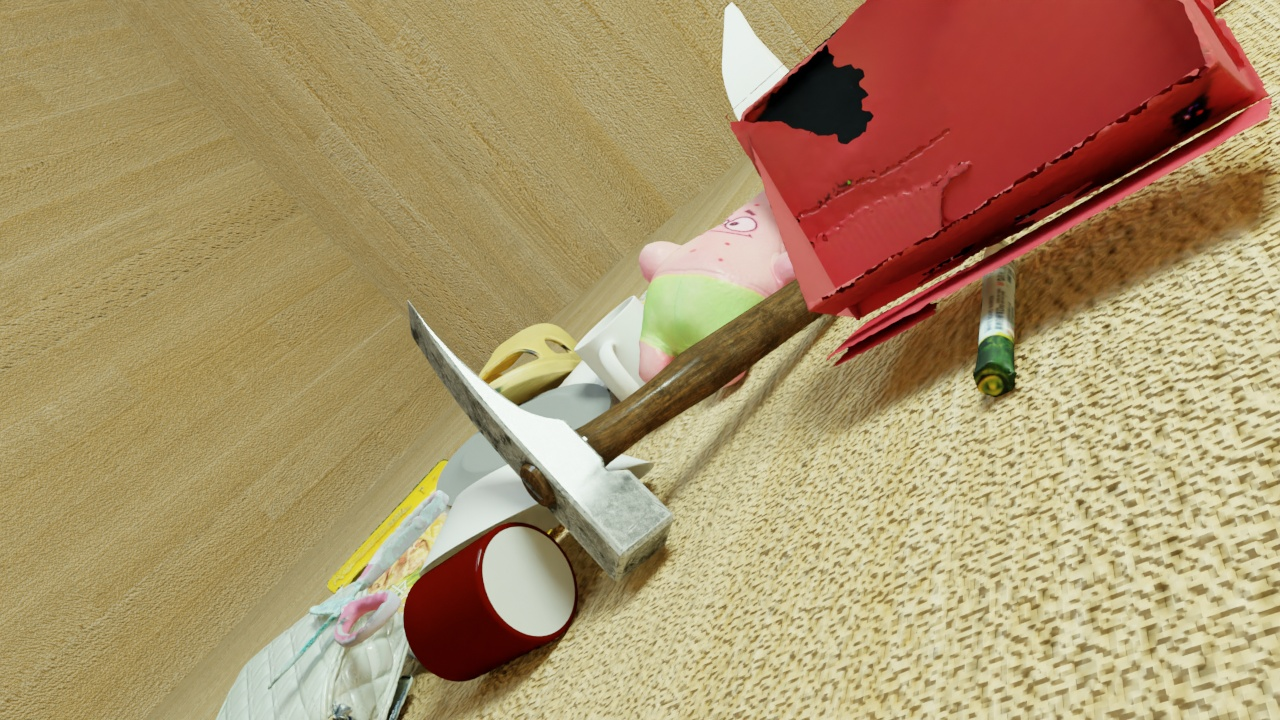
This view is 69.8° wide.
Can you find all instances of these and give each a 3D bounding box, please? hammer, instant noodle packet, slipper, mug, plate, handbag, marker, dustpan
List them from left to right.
[{"bbox_3d":[-0.246,0.263,0.674,0.195,0.072,0.138,-38,27,28],"label":"handbag"},{"bbox_3d":[-0.161,0.172,0.790,0.162,0.084,0.222,-48,21,-25],"label":"instant noodle packet"},{"bbox_3d":[-0.084,0.141,0.571,0.083,0.073,0.105,-36,2,36],"label":"mug"},{"bbox_3d":[-0.109,0.069,0.828,0.178,0.012,0.178,-25,22,10],"label":"plate"},{"bbox_3d":[-0.077,0.094,0.633,0.174,0.036,0.174,-25,-13,-6],"label":"plate"},{"bbox_3d":[-0.113,0.005,1.001,0.100,0.078,0.263,-34,-6,17],"label":"slipper"},{"bbox_3d":[-0.005,0.005,0.813,0.074,0.090,0.110,-40,9,16],"label":"mug"},{"bbox_3d":[0.022,-0.022,0.612,0.299,0.217,0.037,-33,-26,-29],"label":"hammer"},{"bbox_3d":[0.159,-0.221,0.824,0.053,0.191,0.257,-37,27,31],"label":"dustpan"},{"bbox_3d":[0.170,-0.025,0.436,0.017,0.017,0.146,-36,10,34],"label":"marker"}]

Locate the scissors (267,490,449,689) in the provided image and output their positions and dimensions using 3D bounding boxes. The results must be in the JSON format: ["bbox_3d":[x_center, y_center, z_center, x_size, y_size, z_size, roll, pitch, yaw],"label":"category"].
[{"bbox_3d":[-0.185,0.152,0.626,0.171,0.013,0.175,-27,24,51],"label":"scissors"}]

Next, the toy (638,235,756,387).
[{"bbox_3d":[0.081,-0.075,0.770,0.192,0.097,0.236,5,49,42],"label":"toy"}]

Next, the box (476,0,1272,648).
[{"bbox_3d":[0.098,-0.064,0.353,0.214,0.148,0.373,-33,8,42],"label":"box"}]

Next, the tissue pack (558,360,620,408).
[{"bbox_3d":[-0.016,0.015,0.944,0.104,0.071,0.180,-14,28,39],"label":"tissue pack"}]

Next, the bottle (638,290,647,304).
[{"bbox_3d":[0.031,-0.061,1.065,0.108,0.063,0.063,-46,9,-25],"label":"bottle"}]
